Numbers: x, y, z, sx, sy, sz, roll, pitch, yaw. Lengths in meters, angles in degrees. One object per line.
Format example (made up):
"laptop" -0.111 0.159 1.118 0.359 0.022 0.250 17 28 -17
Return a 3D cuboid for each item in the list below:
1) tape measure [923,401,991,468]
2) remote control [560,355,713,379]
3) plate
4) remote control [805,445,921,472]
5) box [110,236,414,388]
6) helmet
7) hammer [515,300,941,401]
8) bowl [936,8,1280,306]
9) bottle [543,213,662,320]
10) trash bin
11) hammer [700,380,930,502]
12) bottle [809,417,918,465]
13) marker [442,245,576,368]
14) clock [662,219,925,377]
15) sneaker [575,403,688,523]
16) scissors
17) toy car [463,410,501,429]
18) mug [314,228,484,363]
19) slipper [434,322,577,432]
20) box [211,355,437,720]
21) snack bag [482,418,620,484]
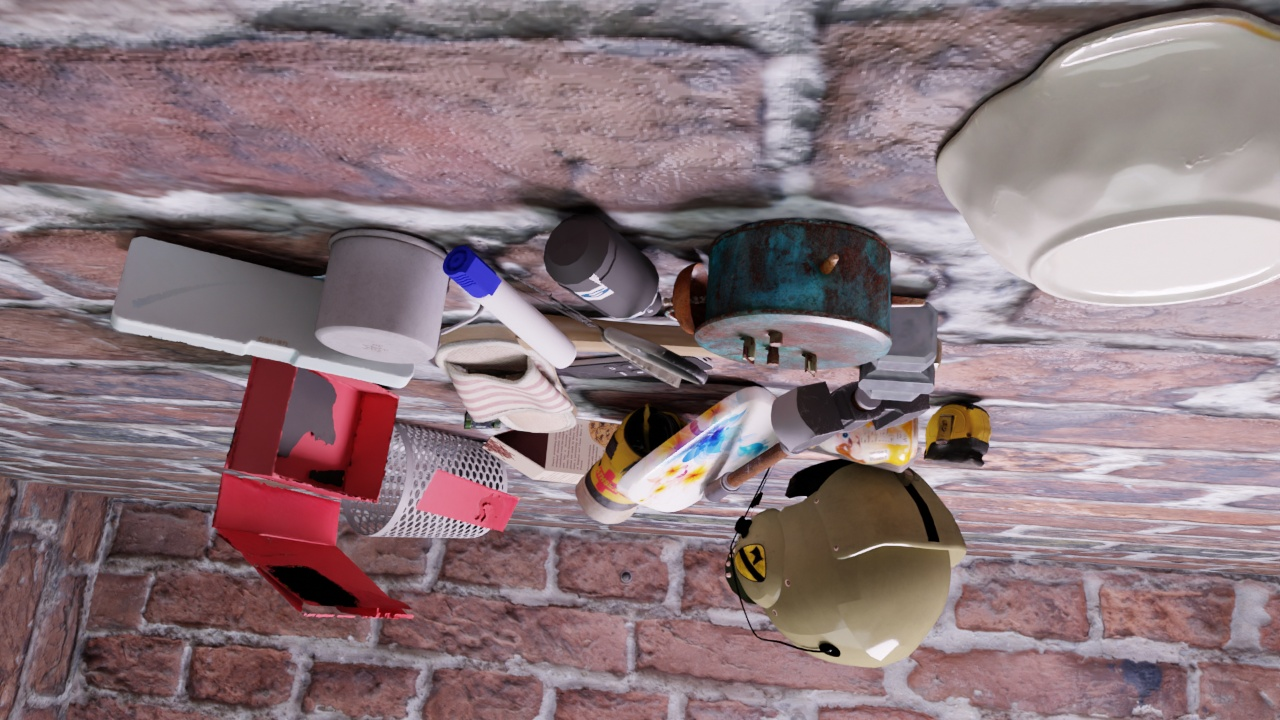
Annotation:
"tape measure" 0.313 0.072 0.911 0.037 0.064 0.066 20 168 -26
"remote control" -0.005 0.005 0.857 0.147 0.008 0.045 -5 162 31
"plate" 0.074 0.102 0.972 0.187 0.016 0.187 -38 153 9
"remote control" 0.236 0.096 1.011 0.136 0.011 0.050 11 -155 41
"box" -0.266 -0.037 0.665 0.197 0.078 0.122 14 -179 -28
"helmet" 0.241 0.213 1.044 0.250 0.255 0.233 11 168 -30
"hammer" 0.062 -0.013 0.707 0.323 0.051 0.117 4 165 13
"bowl" 0.235 -0.069 0.418 0.189 0.060 0.219 -4 163 30
"bottle" -0.018 -0.053 0.576 0.047 0.047 0.112 -3 164 25
"trash bin" -0.302 0.176 1.308 0.157 0.156 0.183 -9 163 41
"hammer" 0.129 0.092 0.891 0.155 0.043 0.323 -10 161 -27
"bottle" 0.229 0.075 0.947 0.109 0.063 0.063 2 165 11
"marker" -0.088 -0.034 0.650 0.027 0.023 0.133 21 165 39
"clock" 0.084 -0.029 0.584 0.121 0.073 0.158 18 161 -40
"sneaker" 0.032 0.102 1.071 0.237 0.086 0.122 -20 151 -52
"scissors" -0.016 -0.014 0.630 0.158 0.012 0.170 21 171 47
"toy car" -0.172 0.049 1.010 0.042 0.036 0.091 0 155 -14
"mug" -0.160 -0.039 0.626 0.113 0.070 0.084 14 162 -26
"slipper" -0.119 0.034 0.882 0.115 0.052 0.263 -1 159 8
"box" -0.324 0.183 0.929 0.124 0.377 0.211 -15 161 9
"snack bag" -0.095 0.117 1.180 0.206 0.069 0.094 9 164 -14
